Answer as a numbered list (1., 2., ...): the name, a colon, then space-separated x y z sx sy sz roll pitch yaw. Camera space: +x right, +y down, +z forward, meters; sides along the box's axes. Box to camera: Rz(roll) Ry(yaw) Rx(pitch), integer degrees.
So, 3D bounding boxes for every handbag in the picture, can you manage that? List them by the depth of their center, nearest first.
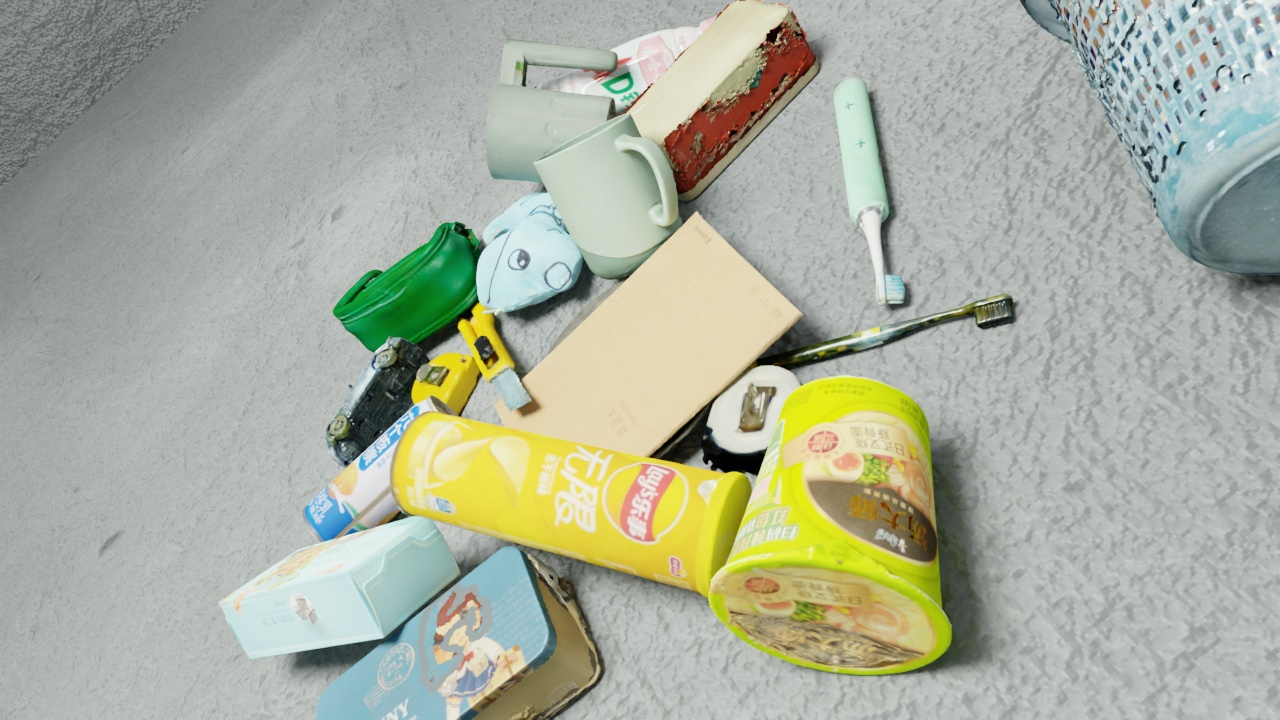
1. handbag: -0.211 -0.070 0.844 0.131 0.068 0.120 -33 30 15

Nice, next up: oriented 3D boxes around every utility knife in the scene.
1. utility knife: -0.120 -0.008 0.740 0.033 0.015 0.215 -47 30 2

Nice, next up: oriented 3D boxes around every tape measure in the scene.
1. tape measure: 0.075 0.037 0.564 0.066 0.033 0.065 -3 55 35
2. tape measure: -0.167 0.019 0.771 0.057 0.029 0.059 4 59 41

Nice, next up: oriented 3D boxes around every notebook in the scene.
1. notebook: -0.004 0.004 0.631 0.211 0.012 0.149 -43 40 7

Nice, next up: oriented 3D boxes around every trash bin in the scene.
1. trash bin: 0.309 -0.156 0.431 0.227 0.226 0.194 -14 61 29

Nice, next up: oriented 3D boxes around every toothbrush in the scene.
1. toothbrush: 0.136 -0.009 0.572 0.186 0.012 0.017 -16 59 28
2. toothbrush: 0.157 -0.123 0.639 0.027 0.026 0.224 -3 51 9

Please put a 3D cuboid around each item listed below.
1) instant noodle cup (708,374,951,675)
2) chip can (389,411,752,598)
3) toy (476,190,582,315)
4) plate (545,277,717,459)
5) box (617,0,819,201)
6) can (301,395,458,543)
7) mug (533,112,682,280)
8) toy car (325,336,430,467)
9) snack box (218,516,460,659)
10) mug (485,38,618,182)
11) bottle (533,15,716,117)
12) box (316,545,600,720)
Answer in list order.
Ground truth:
1. instant noodle cup: 0.101 0.076 0.464 0.112 0.112 0.123 -11 43 31
2. chip can: -0.044 0.083 0.549 0.214 0.072 0.071 9 61 24
3. toy: -0.098 -0.095 0.798 0.162 0.050 0.156 10 59 44
4. plate: -0.003 0.009 0.655 0.180 0.024 0.179 -24 45 26
5. box: 0.058 -0.224 0.762 0.168 0.077 0.091 -47 41 -3
6. can: -0.196 0.089 0.717 0.134 0.053 0.053 -43 41 1
7. mug: -0.013 -0.124 0.694 0.082 0.106 0.112 -38 19 -34
8. toy car: -0.224 0.036 0.783 0.037 0.054 0.120 10 64 39
9. snack box: -0.210 0.157 0.631 0.175 0.051 0.074 -21 9 37
10. mug: -0.075 -0.218 0.812 0.103 0.083 0.124 7 94 4
11. bottle: -0.008 -0.261 0.855 0.197 0.068 0.068 -20 46 20
12. box: -0.117 0.201 0.558 0.184 0.061 0.089 -39 41 2
